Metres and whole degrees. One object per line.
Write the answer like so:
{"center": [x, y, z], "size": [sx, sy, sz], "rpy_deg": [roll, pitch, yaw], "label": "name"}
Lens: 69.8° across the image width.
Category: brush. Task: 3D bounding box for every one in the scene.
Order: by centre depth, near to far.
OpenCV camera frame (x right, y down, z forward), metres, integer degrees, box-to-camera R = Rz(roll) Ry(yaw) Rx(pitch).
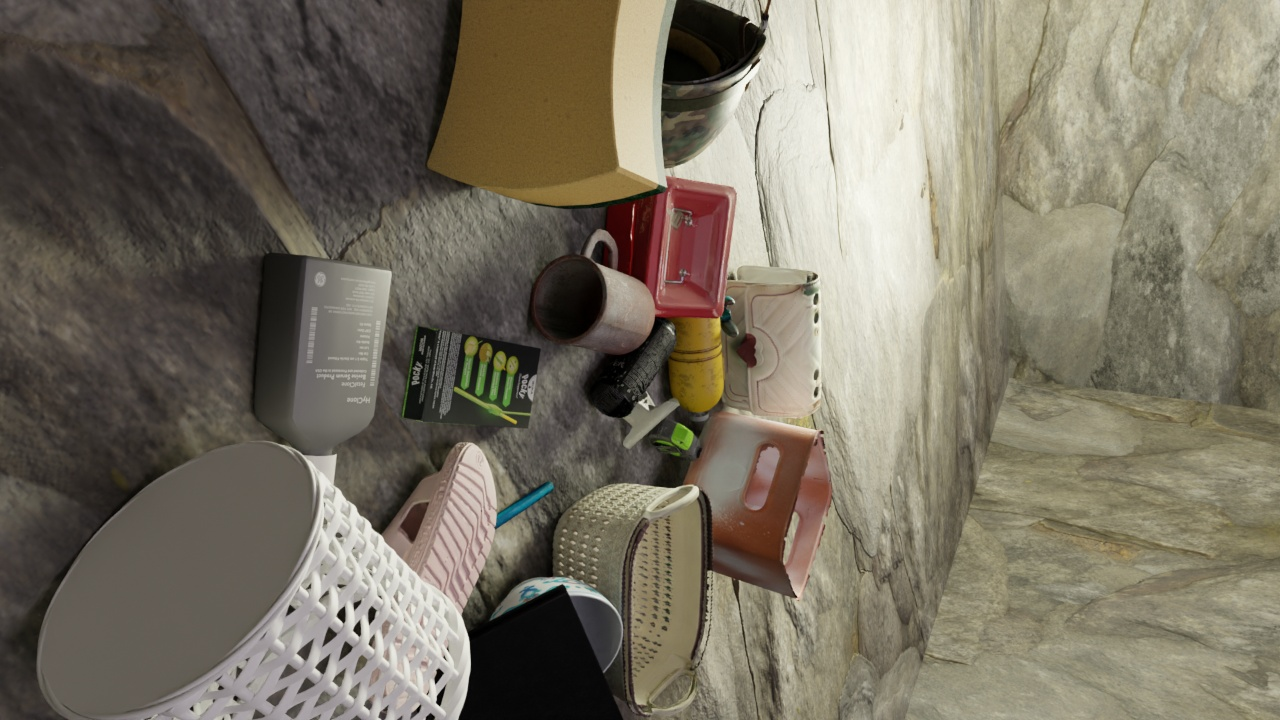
{"center": [-0.066, -0.256, 0.756], "size": [0.075, 0.195, 0.250], "rpy_deg": [6, 92, -59], "label": "brush"}

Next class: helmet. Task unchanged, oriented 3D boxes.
{"center": [0.022, -0.313, 0.885], "size": [0.237, 0.192, 0.223], "rpy_deg": [107, -11, -54], "label": "helmet"}

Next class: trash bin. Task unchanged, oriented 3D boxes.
{"center": [0.158, 0.196, 1.244], "size": [0.260, 0.157, 0.181], "rpy_deg": [62, 45, -60], "label": "trash bin"}

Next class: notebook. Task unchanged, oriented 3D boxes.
{"center": [-0.117, 0.335, 0.898], "size": [0.169, 0.019, 0.232], "rpy_deg": [-25, 126, -12], "label": "notebook"}

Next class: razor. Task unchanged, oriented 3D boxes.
{"center": [-0.132, 0.156, 0.921], "size": [0.042, 0.022, 0.143], "rpy_deg": [-53, 171, 34], "label": "razor"}

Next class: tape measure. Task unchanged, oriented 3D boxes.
{"center": [0.039, 0.101, 1.149], "size": [0.065, 0.059, 0.035], "rpy_deg": [52, 54, -53], "label": "tape measure"}

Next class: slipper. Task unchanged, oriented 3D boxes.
{"center": [-0.189, 0.181, 0.790], "size": [0.094, 0.064, 0.238], "rpy_deg": [67, 30, -46], "label": "slipper"}

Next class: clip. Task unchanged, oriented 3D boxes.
{"center": [-0.003, 0.060, 1.080], "size": [0.054, 0.102, 0.040], "rpy_deg": [51, 36, 8], "label": "clip"}

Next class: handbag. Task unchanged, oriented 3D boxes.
{"center": [0.182, -0.024, 1.279], "size": [0.095, 0.142, 0.199], "rpy_deg": [-32, 122, -49], "label": "handbag"}

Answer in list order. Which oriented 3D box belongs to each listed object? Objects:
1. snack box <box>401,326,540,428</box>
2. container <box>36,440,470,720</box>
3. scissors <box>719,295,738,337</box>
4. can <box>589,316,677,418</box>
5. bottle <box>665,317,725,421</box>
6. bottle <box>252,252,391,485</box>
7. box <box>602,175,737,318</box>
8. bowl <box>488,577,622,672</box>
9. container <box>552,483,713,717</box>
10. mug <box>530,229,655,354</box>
{"center": [-0.152, 0.019, 0.847], "size": [0.147, 0.025, 0.080], "rpy_deg": [11, 87, -59], "label": "snack box"}
{"center": [-0.236, 0.180, 0.590], "size": [0.188, 0.190, 0.187], "rpy_deg": [-60, 142, -32], "label": "container"}
{"center": [0.108, -0.060, 1.184], "size": [0.130, 0.019, 0.150], "rpy_deg": [86, -6, -56], "label": "scissors"}
{"center": [-0.006, 0.006, 1.057], "size": [0.137, 0.054, 0.054], "rpy_deg": [-55, 140, -37], "label": "can"}
{"center": [0.070, -0.002, 1.165], "size": [0.070, 0.071, 0.164], "rpy_deg": [-34, 125, -51], "label": "bottle"}
{"center": [-0.239, 0.012, 0.682], "size": [0.083, 0.046, 0.174], "rpy_deg": [3, 95, -59], "label": "bottle"}
{"center": [0.020, -0.129, 1.045], "size": [0.135, 0.117, 0.157], "rpy_deg": [1, 100, -44], "label": "box"}
{"center": [-0.098, 0.268, 0.926], "size": [0.143, 0.074, 0.144], "rpy_deg": [-12, 123, -19], "label": "bowl"}
{"center": [-0.005, 0.256, 1.034], "size": [0.184, 0.143, 0.252], "rpy_deg": [-22, 116, -54], "label": "container"}
{"center": [-0.043, -0.070, 0.942], "size": [0.110, 0.096, 0.123], "rpy_deg": [13, 91, -65], "label": "mug"}
